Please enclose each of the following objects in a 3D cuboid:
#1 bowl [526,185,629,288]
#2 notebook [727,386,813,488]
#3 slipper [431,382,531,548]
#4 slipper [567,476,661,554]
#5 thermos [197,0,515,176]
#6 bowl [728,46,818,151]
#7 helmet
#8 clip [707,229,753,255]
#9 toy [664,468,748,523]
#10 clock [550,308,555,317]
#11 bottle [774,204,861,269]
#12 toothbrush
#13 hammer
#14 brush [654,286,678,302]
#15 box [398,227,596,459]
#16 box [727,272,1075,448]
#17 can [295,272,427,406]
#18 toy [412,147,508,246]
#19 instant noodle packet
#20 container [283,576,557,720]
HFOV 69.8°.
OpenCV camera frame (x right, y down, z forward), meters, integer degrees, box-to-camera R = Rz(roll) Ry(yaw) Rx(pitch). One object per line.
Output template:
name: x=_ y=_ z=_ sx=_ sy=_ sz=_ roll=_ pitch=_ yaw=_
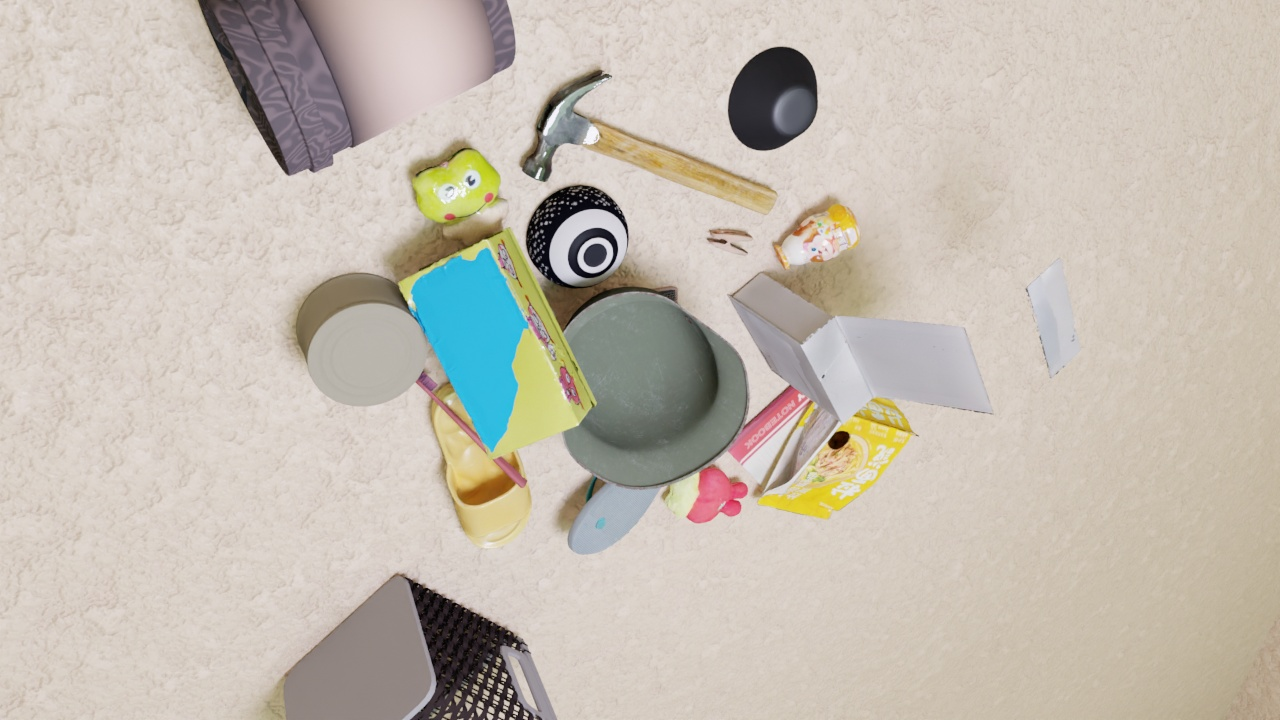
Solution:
bowl: x=-0.064 y=-0.133 z=1.051 sx=0.120 sy=0.066 sz=0.120 roll=-13 pitch=125 yaw=-21
notebook: x=0.239 y=0.099 z=1.394 sx=0.209 sy=0.012 sz=0.153 roll=-43 pitch=131 yaw=3
slipper: x=-0.192 y=0.145 z=1.151 sx=0.099 sy=0.078 sz=0.264 roll=-21 pitch=125 yaw=-16
slipper: x=-0.008 y=0.160 z=1.284 sx=0.268 sy=0.055 sz=0.098 roll=-49 pitch=133 yaw=-8
thermos: x=-0.240 y=-0.281 z=0.807 sx=0.225 sy=0.173 sz=0.173 roll=-28 pitch=129 yaw=-18
bowl: x=0.170 y=-0.300 z=1.080 sx=0.124 sy=0.052 sz=0.124 roll=-13 pitch=125 yaw=-21
helmet: x=-0.007 y=0.006 z=1.111 sx=0.227 sy=0.153 sz=0.268 roll=-30 pitch=128 yaw=3
clip: x=0.112 y=-0.145 z=1.168 sx=0.061 sy=0.025 sz=0.045 roll=0 pitch=117 yaw=-20
toy: x=0.100 y=0.200 z=1.362 sx=0.135 sy=0.045 sz=0.092 roll=6 pitch=113 yaw=-26
clock: x=-0.145 y=-0.046 z=1.068 sx=0.083 sy=0.057 sz=0.117 roll=-39 pitch=130 yaw=-2
bottle: x=0.230 y=-0.158 z=1.197 sx=0.109 sy=0.063 sz=0.063 roll=-26 pitch=129 yaw=6
toothbrush: x=-0.198 y=0.084 z=1.088 sx=0.016 sy=0.016 sz=0.190 roll=-45 pitch=112 yaw=-12
hammer: x=0.031 y=-0.230 z=1.066 sx=0.330 sy=0.033 sz=0.132 roll=12 pitch=112 yaw=-34
brush: x=0.025 y=-0.031 z=1.196 sx=0.049 sy=0.015 sz=0.136 roll=-11 pitch=124 yaw=-21
box: x=-0.151 y=-0.018 z=0.986 sx=0.125 sy=0.079 sz=0.221 roll=-24 pitch=99 yaw=17
box: x=0.293 y=0.010 z=1.122 sx=0.108 sy=0.419 sz=0.166 roll=-50 pitch=132 yaw=-16
can: x=-0.300 y=-0.021 z=0.990 sx=0.127 sy=0.073 sz=0.128 roll=-14 pitch=124 yaw=-21
toy: x=-0.185 y=-0.165 z=0.981 sx=0.092 sy=0.043 sz=0.118 roll=-31 pitch=131 yaw=-9
instant noodle packet: x=0.296 y=0.156 z=1.410 sx=0.162 sy=0.084 sz=0.222 roll=15 pitch=118 yaw=-34
container: x=-0.287 y=0.469 z=1.199 sx=0.245 sy=0.247 sz=0.243 roll=-42 pitch=126 yaw=1
